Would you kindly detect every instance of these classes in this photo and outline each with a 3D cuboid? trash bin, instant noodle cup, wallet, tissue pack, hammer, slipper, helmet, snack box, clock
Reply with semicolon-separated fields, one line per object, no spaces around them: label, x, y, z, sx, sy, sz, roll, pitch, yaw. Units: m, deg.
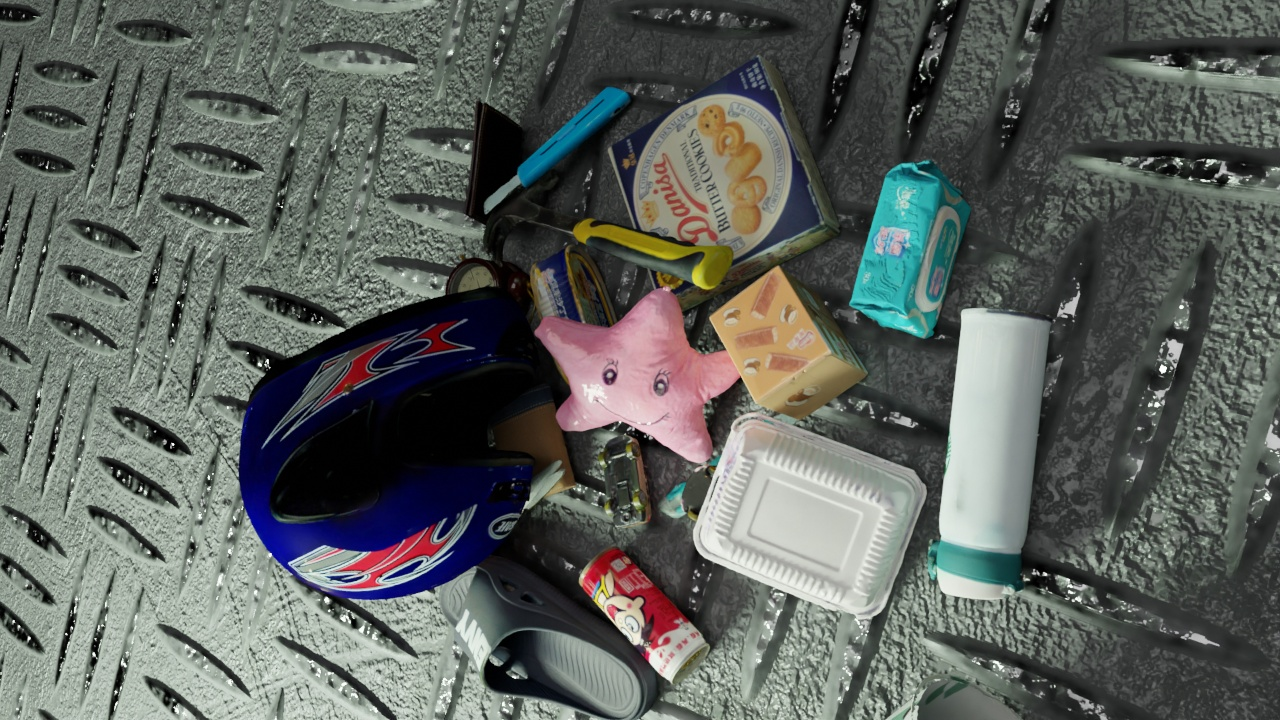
trash bin;0.183;0.392;0.655;0.252;0.229;0.229;-46;64;25
instant noodle cup;0.138;0.133;0.767;0.173;0.060;0.138;20;95;13
wallet;-0.116;0.091;0.975;0.090;0.033;0.115;-25;73;30
tissue pack;0.224;-0.090;0.749;0.050;0.093;0.133;17;94;36
hammer;-0.043;-0.119;0.879;0.324;0.032;0.126;24;69;45
slipper;-0.111;0.281;0.910;0.268;0.083;0.111;20;109;28
helmet;-0.220;0.097;0.886;0.316;0.247;0.240;-25;81;9
wallet;-0.159;-0.207;0.996;0.020;0.096;0.122;6;88;19
snack box;0.074;-0.164;0.877;0.183;0.045;0.177;-26;71;26
snack box;0.128;-0.013;0.793;0.077;0.092;0.094;-37;61;20
clock;-0.159;-0.068;1.003;0.122;0.055;0.082;27;99;29

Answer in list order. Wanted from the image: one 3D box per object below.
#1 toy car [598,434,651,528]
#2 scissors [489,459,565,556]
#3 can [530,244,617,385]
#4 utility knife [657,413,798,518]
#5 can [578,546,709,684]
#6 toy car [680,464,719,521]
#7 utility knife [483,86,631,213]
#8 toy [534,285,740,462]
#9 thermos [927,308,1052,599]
toy car;-0.013;0.119;0.906;0.042;0.035;0.090;-20;69;27
scissors;-0.156;0.157;0.974;0.143;0.021;0.235;42;116;33
can;-0.063;-0.044;0.931;0.049;0.074;0.148;-26;70;24
utility knife;0.099;0.081;0.854;0.224;0.013;0.029;-42;64;20
can;0.003;0.241;0.872;0.133;0.053;0.053;42;106;28
toy car;0.094;0.140;0.835;0.122;0.037;0.056;28;95;28
utility knife;-0.092;-0.220;0.964;0.194;0.018;0.034;-41;55;0
toy;-0.005;0.005;0.840;0.194;0.074;0.179;16;121;3
thermos;0.271;0.074;0.718;0.073;0.073;0.224;6;88;32
